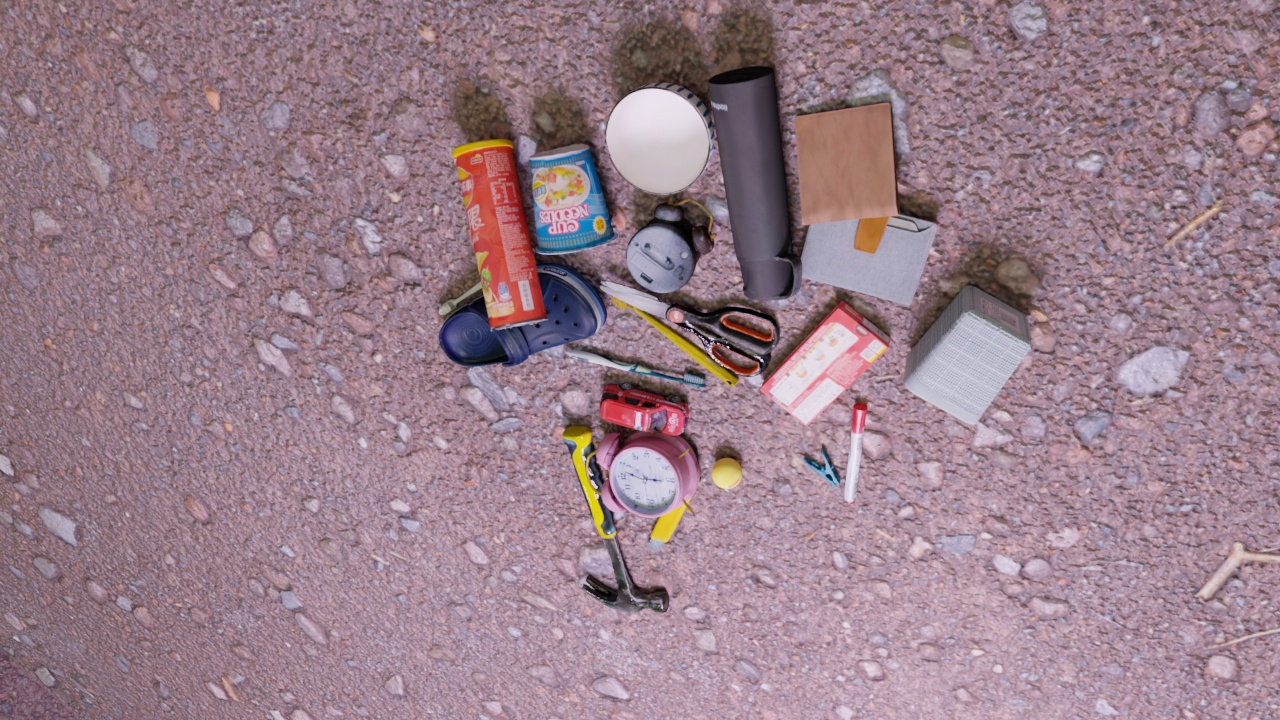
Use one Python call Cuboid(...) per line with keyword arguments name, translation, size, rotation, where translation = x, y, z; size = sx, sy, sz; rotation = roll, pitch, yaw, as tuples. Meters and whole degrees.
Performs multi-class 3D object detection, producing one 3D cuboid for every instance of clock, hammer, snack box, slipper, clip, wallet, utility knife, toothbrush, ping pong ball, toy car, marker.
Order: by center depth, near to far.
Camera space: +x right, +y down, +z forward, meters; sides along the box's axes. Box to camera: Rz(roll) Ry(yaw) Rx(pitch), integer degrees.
Cuboid(name="wallet", translation=(0.214, -0.203, 0.953), size=(0.101, 0.020, 0.115), rotation=(-2, 100, 23))
Cuboid(name="wallet", translation=(0.244, -0.121, 0.995), size=(0.130, 0.036, 0.107), rotation=(17, 125, 11))
Cuboid(name="clock", translation=(0.036, -0.133, 1.057), size=(0.082, 0.055, 0.122), rotation=(38, 125, -2))
Cuboid(name="snack box", translation=(0.217, 0.005, 1.087), size=(0.075, 0.025, 0.153), rotation=(38, 125, -2))
Cuboid(name="marker", translation=(0.266, 0.118, 1.140), size=(0.017, 0.017, 0.145), rotation=(9, 122, 16))
Cuboid(name="toothbrush", translation=(0.042, -0.025, 1.142), size=(0.190, 0.016, 0.016), rotation=(37, 125, -2))
Cuboid(name="slipper", translation=(-0.166, -0.046, 1.167), size=(0.253, 0.095, 0.105), rotation=(-14, 116, 31))
Cuboid(name="clip", translation=(0.235, 0.138, 1.167), size=(0.034, 0.013, 0.055), rotation=(-30, 103, 33))
Cuboid(name="toothbrush", translation=(-0.007, 0.007, 1.183), size=(0.192, 0.016, 0.018), rotation=(14, 113, 13))
Cuboid(name="toothbrush", translation=(-0.201, -0.102, 1.192), size=(0.181, 0.016, 0.016), rotation=(-28, 109, 32))
Cuboid(name="toy car", translation=(0.003, 0.067, 1.197), size=(0.120, 0.045, 0.053), rotation=(11, 124, 12))
Cuboid(name="ping pong ball", translation=(0.113, 0.148, 1.203), size=(0.040, 0.040, 0.040), rotation=(10, 122, 16))
Cuboid(name="clock", translation=(-0.002, 0.151, 1.227), size=(0.159, 0.059, 0.117), rotation=(1, 107, 26))
Cuboid(name="utility knife", translation=(0.044, 0.209, 1.282), size=(0.033, 0.015, 0.177), rotation=(32, 126, 11))
Cuboid(name="hammer", translation=(-0.055, 0.237, 1.328), size=(0.126, 0.031, 0.323), rotation=(-5, 117, 23))

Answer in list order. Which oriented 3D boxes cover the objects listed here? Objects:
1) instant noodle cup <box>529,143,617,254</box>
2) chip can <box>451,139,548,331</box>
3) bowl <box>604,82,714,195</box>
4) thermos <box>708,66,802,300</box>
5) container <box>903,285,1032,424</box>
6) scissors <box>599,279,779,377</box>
Cuboid(name="instant noodle cup", translation=(-0.084, -0.187, 1.055), size=(0.099, 0.099, 0.110), rotation=(-3, 111, 23))
Cuboid(name="chip can", translation=(-0.163, -0.145, 1.074), size=(0.073, 0.073, 0.216), rotation=(-11, 93, 26))
Cuboid(name="bowl", translation=(0.027, -0.244, 0.988), size=(0.116, 0.066, 0.117), rotation=(10, 123, 15))
Cuboid(name="thermos", translation=(0.131, -0.182, 0.977), size=(0.090, 0.068, 0.243), rotation=(24, 135, 51))
Cuboid(name="container", translation=(0.353, -0.010, 0.988), size=(0.090, 0.090, 0.112), rotation=(29, 122, 3))
Cuboid(name="scissors", translation=(0.052, -0.038, 1.120), size=(0.235, 0.021, 0.139), rotation=(5, 123, 14))
